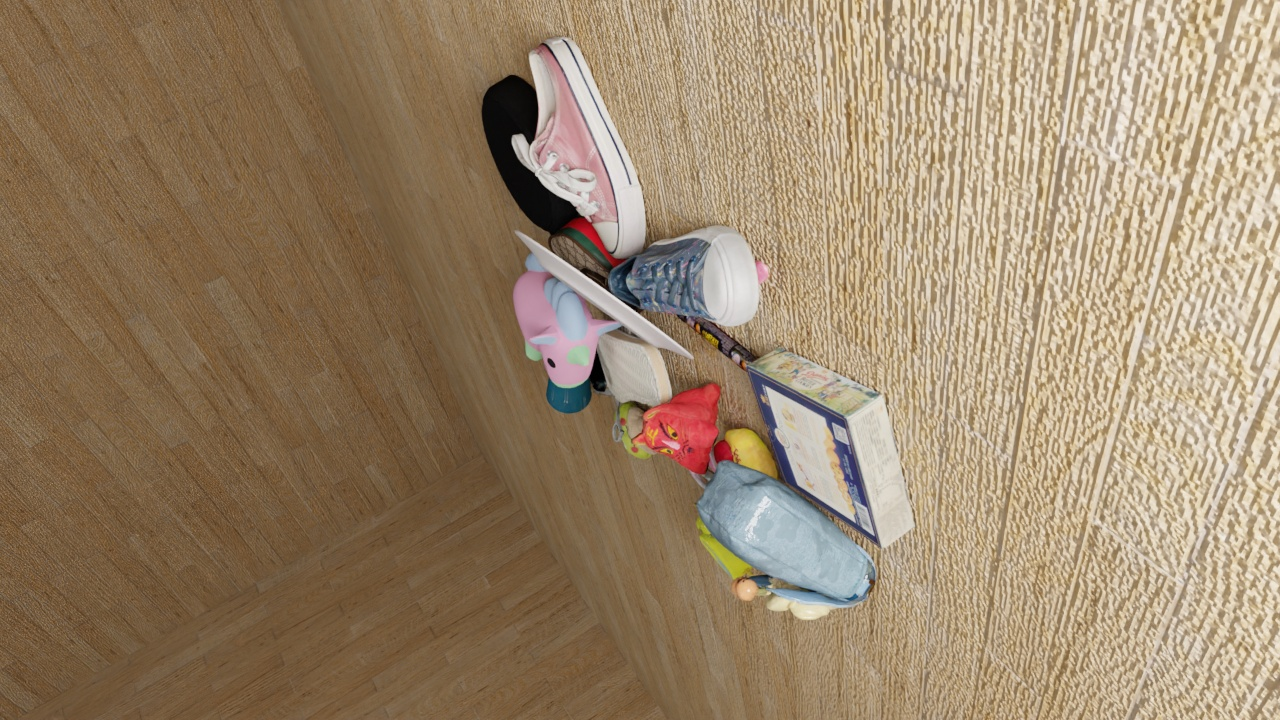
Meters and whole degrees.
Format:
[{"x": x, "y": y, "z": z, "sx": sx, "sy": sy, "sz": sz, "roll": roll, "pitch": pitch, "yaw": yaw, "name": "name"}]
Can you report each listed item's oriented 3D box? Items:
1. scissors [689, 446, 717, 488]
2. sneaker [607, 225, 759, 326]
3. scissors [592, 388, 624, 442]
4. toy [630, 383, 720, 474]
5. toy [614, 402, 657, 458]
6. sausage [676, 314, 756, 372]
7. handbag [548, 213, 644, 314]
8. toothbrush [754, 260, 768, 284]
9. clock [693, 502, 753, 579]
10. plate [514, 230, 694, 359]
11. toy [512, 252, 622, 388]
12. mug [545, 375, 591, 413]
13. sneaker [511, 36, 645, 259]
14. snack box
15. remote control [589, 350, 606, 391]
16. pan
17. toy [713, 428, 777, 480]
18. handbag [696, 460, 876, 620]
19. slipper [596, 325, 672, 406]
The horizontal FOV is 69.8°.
[{"x": 0.100, "y": 0.155, "z": 1.198, "sx": 0.170, "sy": 0.014, "sz": 0.169, "roll": 54, "pitch": 162, "yaw": 8, "name": "scissors"}, {"x": 0.032, "y": -0.079, "z": 0.858, "sx": 0.235, "sy": 0.079, "sz": 0.087, "roll": -158, "pitch": 59, "yaw": -69, "name": "sneaker"}, {"x": -0.031, "y": 0.047, "z": 1.344, "sx": 0.175, "sy": 0.014, "sz": 0.141, "roll": -26, "pitch": 67, "yaw": 59, "name": "scissors"}, {"x": 0.043, "y": 0.061, "z": 1.053, "sx": 0.132, "sy": 0.094, "sz": 0.088, "roll": -75, "pitch": -5, "yaw": -64, "name": "toy"}, {"x": -0.002, "y": 0.105, "z": 1.356, "sx": 0.118, "sy": 0.043, "sz": 0.092, "roll": -1, "pitch": 110, "yaw": 68, "name": "toy"}, {"x": 0.076, "y": -0.026, "z": 0.951, "sx": 0.155, "sy": 0.020, "sz": 0.020, "roll": 43, "pitch": 156, "yaw": 45, "name": "sausage"}, {"x": -0.046, "y": -0.111, "z": 1.109, "sx": 0.138, "sy": 0.063, "sz": 0.167, "roll": 54, "pitch": 166, "yaw": -14, "name": "handbag"}, {"x": 0.090, "y": -0.072, "z": 0.847, "sx": 0.021, "sy": 0.016, "sz": 0.136, "roll": 63, "pitch": 161, "yaw": -1, "name": "toothbrush"}, {"x": 0.111, "y": 0.228, "z": 1.190, "sx": 0.119, "sy": 0.057, "sz": 0.083, "roll": 51, "pitch": 173, "yaw": 3, "name": "clock"}, {"x": -0.043, "y": -0.067, "z": 1.021, "sx": 0.242, "sy": 0.016, "sz": 0.242, "roll": 36, "pitch": 180, "yaw": -1, "name": "plate"}, {"x": -0.111, "y": -0.065, "z": 1.195, "sx": 0.171, "sy": 0.120, "sz": 0.222, "roll": 116, "pitch": 139, "yaw": -62, "name": "toy"}, {"x": -0.117, "y": 0.025, "z": 1.517, "sx": 0.078, "sy": 0.078, "sz": 0.122, "roll": 53, "pitch": 157, "yaw": 24, "name": "mug"}, {"x": -0.069, "y": -0.208, "z": 0.956, "sx": 0.118, "sy": 0.087, "sz": 0.241, "roll": 25, "pitch": 141, "yaw": 63, "name": "sneaker"}, {"x": 0.166, "y": 0.074, "z": 0.812, "sx": 0.145, "sy": 0.042, "sz": 0.144, "roll": 34, "pitch": 150, "yaw": 57, "name": "snack box"}, {"x": -0.077, "y": -0.029, "z": 1.273, "sx": 0.041, "sy": 0.020, "sz": 0.151, "roll": 108, "pitch": 145, "yaw": -70, "name": "remote control"}, {"x": -0.135, "y": -0.210, "z": 1.223, "sx": 0.204, "sy": 0.044, "sz": 0.356, "roll": 49, "pitch": 159, "yaw": 32, "name": "pan"}, {"x": 0.113, "y": 0.130, "z": 1.040, "sx": 0.105, "sy": 0.067, "sz": 0.138, "roll": 57, "pitch": 156, "yaw": 38, "name": "toy"}, {"x": 0.136, "y": 0.190, "z": 0.913, "sx": 0.192, "sy": 0.118, "sz": 0.122, "roll": 35, "pitch": 176, "yaw": -30, "name": "handbag"}, {"x": -0.007, "y": 0.007, "z": 1.187, "sx": 0.114, "sy": 0.054, "sz": 0.273, "roll": 68, "pitch": 167, "yaw": -8, "name": "slipper"}]
